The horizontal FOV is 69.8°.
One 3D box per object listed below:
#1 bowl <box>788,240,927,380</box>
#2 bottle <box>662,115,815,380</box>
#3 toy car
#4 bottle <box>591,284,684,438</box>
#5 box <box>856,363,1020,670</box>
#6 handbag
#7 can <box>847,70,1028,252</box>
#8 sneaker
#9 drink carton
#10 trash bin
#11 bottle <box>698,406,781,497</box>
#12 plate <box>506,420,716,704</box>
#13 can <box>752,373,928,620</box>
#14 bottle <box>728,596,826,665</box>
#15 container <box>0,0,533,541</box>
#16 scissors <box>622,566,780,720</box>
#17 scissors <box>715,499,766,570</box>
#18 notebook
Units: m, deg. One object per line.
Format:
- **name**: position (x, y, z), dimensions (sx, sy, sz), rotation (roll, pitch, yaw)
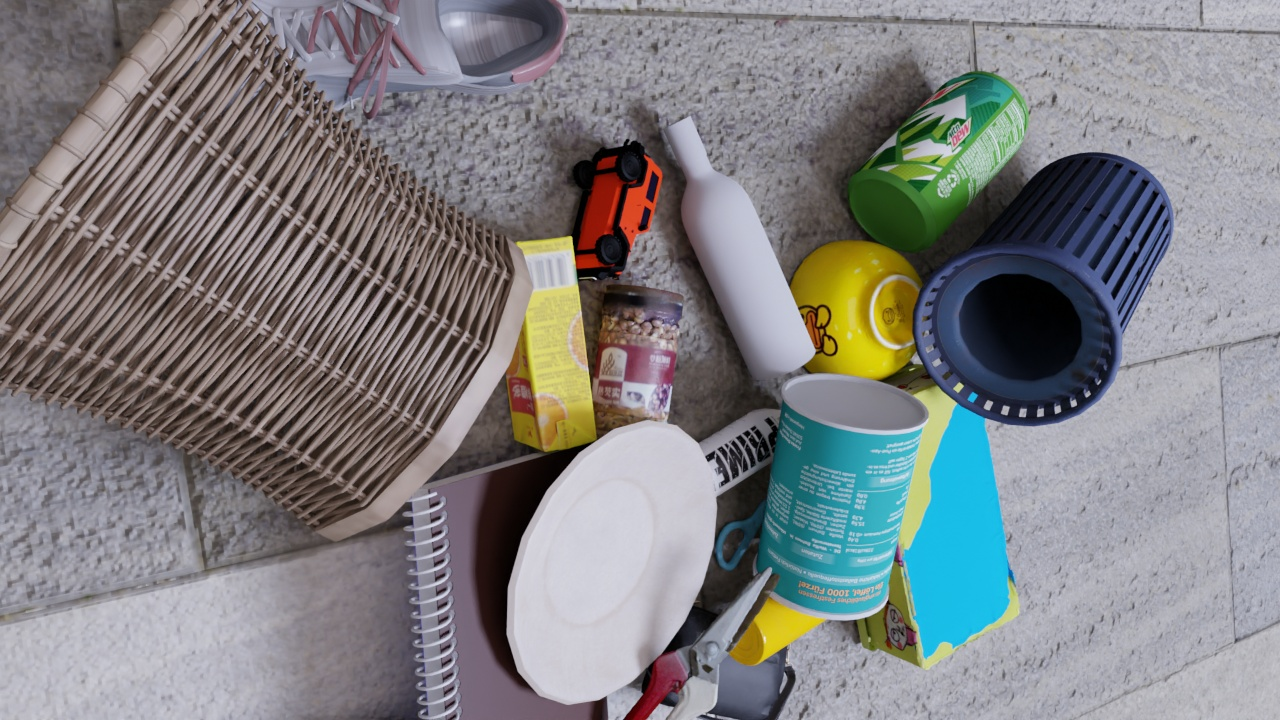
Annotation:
- **bowl**: position (0.180, -0.038, 0.721), dimensions (0.117, 0.068, 0.117), rotation (-1, 92, -27)
- **bottle**: position (0.067, -0.083, 0.670), dimensions (0.052, 0.052, 0.195), rotation (-32, 106, -23)
- **toy car**: position (-0.019, -0.099, 0.624), dimensions (0.048, 0.051, 0.100), rotation (24, 74, -44)
- **bottle**: position (-0.004, 0.004, 0.635), dimensions (0.056, 0.056, 0.105), rotation (8, 89, -27)
- **box**: position (0.227, 0.123, 0.750), dimensions (0.124, 0.079, 0.221), rotation (-19, 103, -26)
- **handbag**: position (0.062, 0.225, 0.680), dimensions (0.128, 0.054, 0.079), rotation (21, 79, -24)
- **can**: position (0.240, -0.161, 0.738), dimensions (0.144, 0.083, 0.083), rotation (-45, 110, -19)
- **sneaker**: position (-0.149, -0.193, 0.534), dimensions (0.235, 0.090, 0.099), rotation (-15, 99, -26)
- **drink carton**: position (-0.064, -0.011, 0.603), dimensions (0.042, 0.059, 0.134), rotation (-10, 98, -27)
- **trash bin**: position (0.327, -0.069, 0.721), dimensions (0.248, 0.140, 0.139), rotation (-38, 109, -43)
- **bottle**: position (0.078, 0.065, 0.688), dimensions (0.115, 0.041, 0.041), rotation (-28, 104, -23)
- **plate**: position (-0.019, 0.129, 0.599), dimensions (0.188, 0.027, 0.189), rotation (-18, 115, -43)
- **can**: position (0.139, 0.094, 0.652), dimensions (0.099, 0.099, 0.144), rotation (-5, 113, -27)
- **bottle**: position (0.120, 0.181, 0.690), dimensions (0.143, 0.043, 0.043), rotation (-14, 98, -43)
- **container**: position (-0.189, -0.040, 0.455), dimensions (0.196, 0.227, 0.226), rotation (38, 75, -30)
- **scissors**: position (0.024, 0.217, 0.623), dimensions (0.140, 0.015, 0.188), rotation (5, 87, 11)
- **scissors**: position (0.099, 0.119, 0.720), dimensions (0.117, 0.015, 0.139), rotation (-6, 88, -28)
- **notebook**: position (-0.077, 0.168, 0.577), dimensions (0.171, 0.022, 0.209), rotation (-10, 98, -59)
